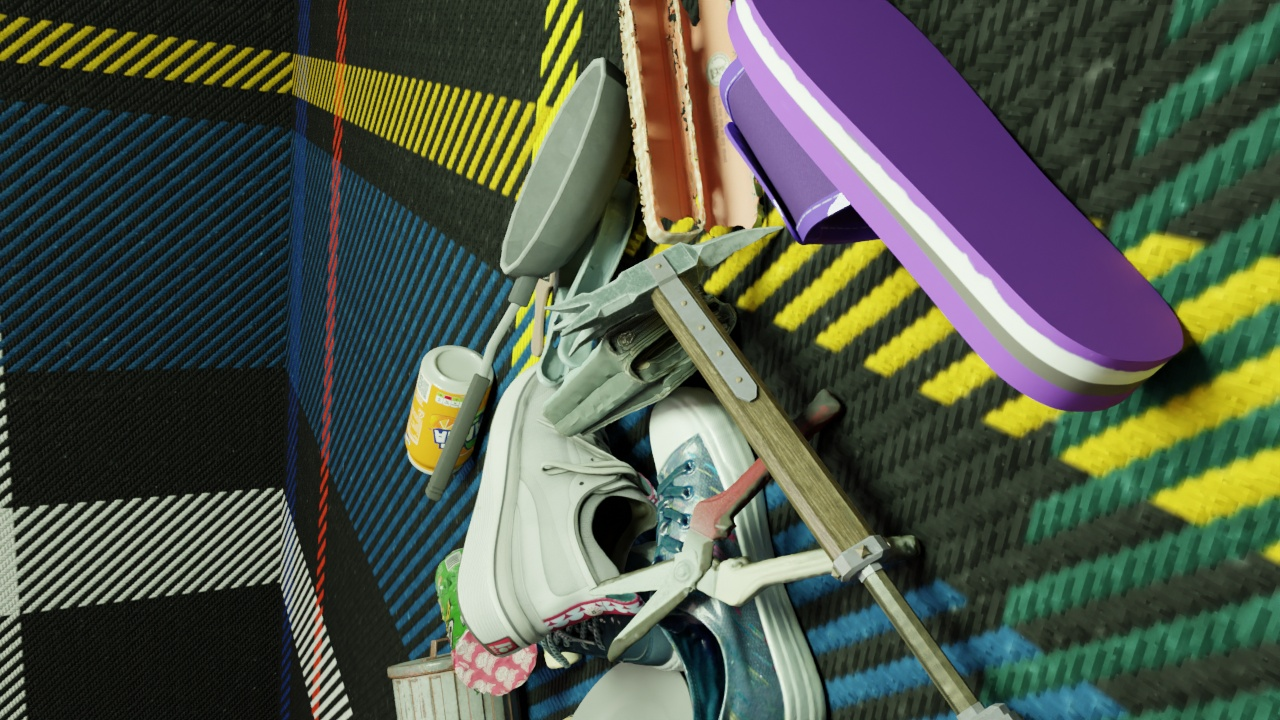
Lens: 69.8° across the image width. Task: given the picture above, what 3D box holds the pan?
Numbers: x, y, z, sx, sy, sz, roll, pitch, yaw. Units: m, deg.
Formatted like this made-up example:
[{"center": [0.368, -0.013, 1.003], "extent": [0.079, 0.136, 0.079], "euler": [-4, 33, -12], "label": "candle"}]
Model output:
[{"center": [-0.086, -0.059, 0.705], "extent": [0.357, 0.041, 0.179], "euler": [-68, 19, -2], "label": "pan"}]

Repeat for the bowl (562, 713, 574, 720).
[{"center": [-0.053, 0.349, 0.755], "extent": [0.113, 0.061, 0.112], "euler": [4, 94, 62], "label": "bowl"}]

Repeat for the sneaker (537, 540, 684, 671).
[{"center": [-0.035, 0.186, 0.688], "extent": [0.236, 0.087, 0.089], "euler": [-22, 73, 59], "label": "sneaker"}]

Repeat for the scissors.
[{"center": [0.060, 0.098, 0.502], "extent": [0.179, 0.015, 0.193], "euler": [15, 78, 38], "label": "scissors"}]

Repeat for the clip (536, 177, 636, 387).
[{"center": [-0.031, -0.071, 0.681], "extent": [0.142, 0.029, 0.171], "euler": [-46, 30, 50], "label": "clip"}]

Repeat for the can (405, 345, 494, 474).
[{"center": [-0.216, 0.057, 1.029], "extent": [0.079, 0.079, 0.143], "euler": [62, 142, 40], "label": "can"}]

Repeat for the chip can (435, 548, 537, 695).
[{"center": [-0.156, 0.245, 0.891], "extent": [0.223, 0.075, 0.075], "euler": [-165, 76, -73], "label": "chip can"}]

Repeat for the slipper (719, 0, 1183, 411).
[{"center": [0.106, -0.072, 0.408], "extent": [0.266, 0.107, 0.084], "euler": [62, 142, 32], "label": "slipper"}]

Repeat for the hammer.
[{"center": [0.084, 0.054, 0.466], "extent": [0.316, 0.147, 0.028], "euler": [57, 171, 30], "label": "hammer"}]

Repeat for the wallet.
[{"center": [-0.004, 0.004, 0.616], "extent": [0.054, 0.100, 0.132], "euler": [58, 148, 1], "label": "wallet"}]

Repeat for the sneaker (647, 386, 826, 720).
[{"center": [0.035, 0.126, 0.566], "extent": [0.088, 0.079, 0.235], "euler": [-51, 48, 50], "label": "sneaker"}]

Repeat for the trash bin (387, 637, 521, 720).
[{"center": [-0.177, 0.385, 0.919], "extent": [0.131, 0.130, 0.211], "euler": [-32, 65, 58], "label": "trash bin"}]

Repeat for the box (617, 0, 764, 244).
[{"center": [0.032, -0.163, 0.577], "extent": [0.043, 0.083, 0.187], "euler": [144, 119, -74], "label": "box"}]

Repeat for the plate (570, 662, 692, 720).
[{"center": [-0.016, 0.301, 0.662], "extent": [0.179, 0.012, 0.178], "euler": [-44, 26, 28], "label": "plate"}]

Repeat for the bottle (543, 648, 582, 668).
[{"center": [-0.087, 0.189, 0.821], "extent": [0.060, 0.059, 0.166], "euler": [-28, 75, 59], "label": "bottle"}]

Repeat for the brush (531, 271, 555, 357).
[{"center": [-0.098, -0.069, 0.871], "extent": [0.050, 0.015, 0.136], "euler": [29, 116, 57], "label": "brush"}]

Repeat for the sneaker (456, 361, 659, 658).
[{"center": [-0.042, 0.085, 0.671], "extent": [0.262, 0.129, 0.097], "euler": [-81, -27, -46], "label": "sneaker"}]
